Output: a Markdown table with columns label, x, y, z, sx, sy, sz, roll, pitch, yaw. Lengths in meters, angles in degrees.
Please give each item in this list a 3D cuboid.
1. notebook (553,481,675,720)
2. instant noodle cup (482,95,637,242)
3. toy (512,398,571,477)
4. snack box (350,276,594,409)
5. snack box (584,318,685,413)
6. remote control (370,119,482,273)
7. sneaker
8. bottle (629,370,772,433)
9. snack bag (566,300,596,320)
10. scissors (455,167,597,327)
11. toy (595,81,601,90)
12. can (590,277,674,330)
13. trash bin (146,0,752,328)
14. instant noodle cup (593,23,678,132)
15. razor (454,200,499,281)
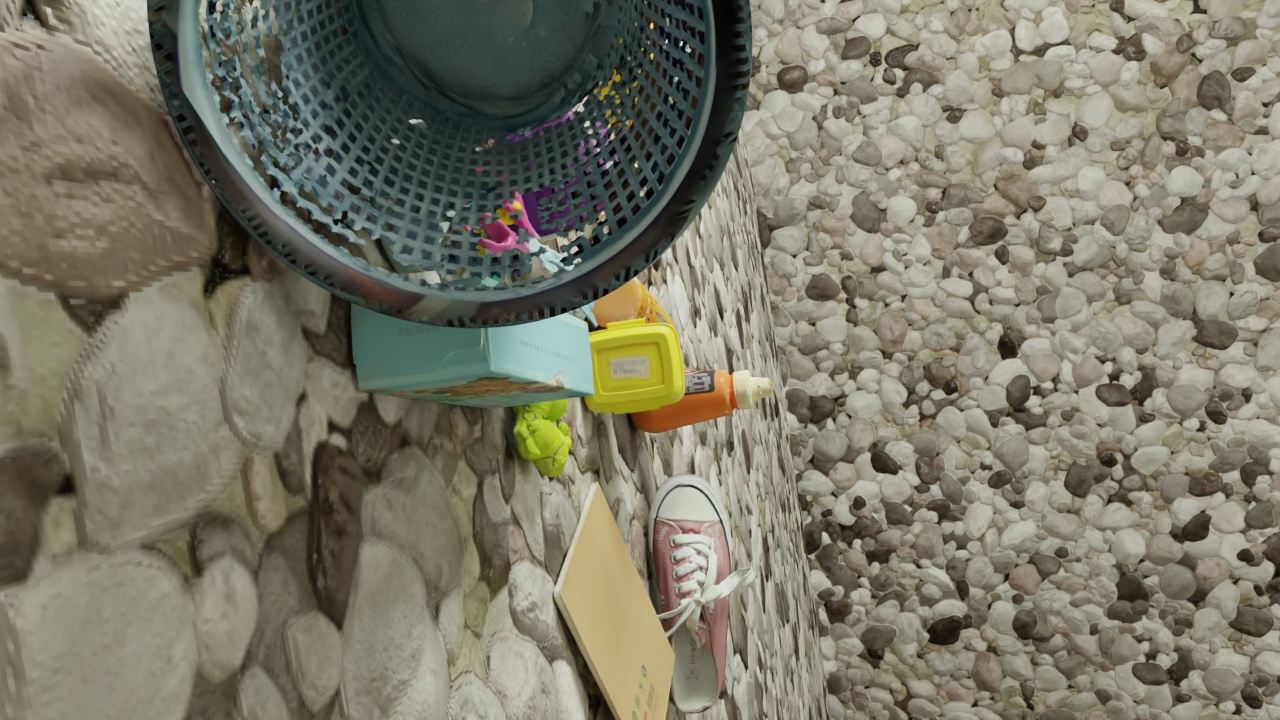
| label | x | y | z | sx | sy | sz | roll | pitch | yaw |
| --- | --- | --- | --- | --- | --- | --- | --- | --- | --- |
| notebook | -0.015 | 0.227 | 0.776 | 0.147 | 0.008 | 0.208 | -71 | 143 | -62 |
| instant noodle cup | -0.068 | -0.153 | 0.650 | 0.111 | 0.112 | 0.099 | -78 | 146 | -54 |
| toy | -0.073 | 0.028 | 0.657 | 0.097 | 0.031 | 0.100 | 50 | 36 | -51 |
| snack box | -0.087 | -0.004 | 0.528 | 0.174 | 0.074 | 0.051 | 24 | 59 | -74 |
| snack box | -0.005 | 0.005 | 0.837 | 0.080 | 0.091 | 0.082 | -7 | 90 | -83 |
| remote control | -0.124 | -0.113 | 0.547 | 0.149 | 0.021 | 0.058 | -79 | 165 | -51 |
| sneaker | 0.054 | 0.233 | 0.922 | 0.088 | 0.118 | 0.241 | 119 | -29 | -79 |
| bottle | 0.064 | 0.037 | 0.962 | 0.066 | 0.150 | 0.066 | -8 | 89 | -76 |
| snack bag | -0.057 | -0.048 | 0.780 | 0.105 | 0.026 | 0.045 | -66 | 154 | -64 |
| scissors | -0.070 | -0.069 | 0.587 | 0.135 | 0.017 | 0.107 | 53 | 27 | -13 |
| toy | -0.070 | -0.270 | 0.745 | 0.226 | 0.082 | 0.143 | 71 | 28 | -71 |
| can | -0.008 | -0.044 | 0.911 | 0.146 | 0.058 | 0.058 | 38 | 45 | -70 |
| trash bin | -0.076 | -0.157 | 0.431 | 0.194 | 0.226 | 0.227 | -99 | 174 | -60 |
| instant noodle cup | -0.007 | -0.297 | 0.977 | 0.124 | 0.116 | 0.116 | 64 | 20 | -19 |
| razor | -0.090 | -0.050 | 0.615 | 0.132 | 0.028 | 0.043 | 65 | 22 | -19 |
